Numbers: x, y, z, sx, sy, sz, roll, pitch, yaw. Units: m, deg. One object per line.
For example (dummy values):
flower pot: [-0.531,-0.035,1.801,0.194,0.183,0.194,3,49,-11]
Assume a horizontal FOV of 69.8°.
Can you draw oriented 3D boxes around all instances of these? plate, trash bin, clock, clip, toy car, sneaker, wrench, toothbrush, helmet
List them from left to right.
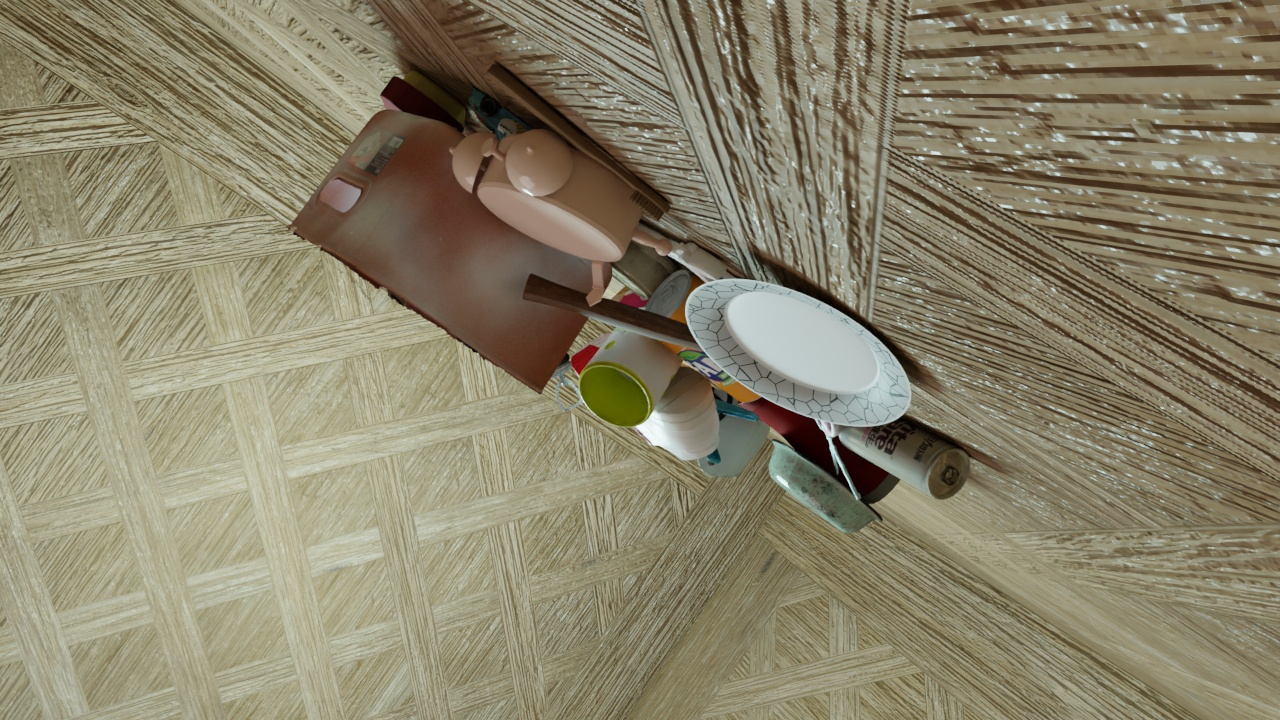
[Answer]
trash bin: [-0.172,-0.106,0.889,0.259,0.157,0.182,39,173,-39]
toy car: [-0.110,-0.192,0.800,0.108,0.027,0.060,35,179,-6]
clock: [-0.071,-0.123,0.751,0.131,0.086,0.160,14,160,47]
toothbrush: [-0.044,-0.157,0.671,0.167,0.016,0.016,36,177,-21]
wrench: [-0.002,-0.122,0.858,0.273,0.018,0.066,35,179,39]
clock: [0.001,-0.092,0.976,0.141,0.054,0.093,38,178,-22]
sneaker: [0.006,0.049,1.066,0.237,0.090,0.104,26,143,49]
helmet: [0.071,0.032,1.272,0.264,0.163,0.236,41,179,7]
clip: [0.083,0.050,1.082,0.120,0.104,0.027,41,180,36]
plate: [0.123,-0.009,0.723,0.188,0.016,0.189,26,157,11]

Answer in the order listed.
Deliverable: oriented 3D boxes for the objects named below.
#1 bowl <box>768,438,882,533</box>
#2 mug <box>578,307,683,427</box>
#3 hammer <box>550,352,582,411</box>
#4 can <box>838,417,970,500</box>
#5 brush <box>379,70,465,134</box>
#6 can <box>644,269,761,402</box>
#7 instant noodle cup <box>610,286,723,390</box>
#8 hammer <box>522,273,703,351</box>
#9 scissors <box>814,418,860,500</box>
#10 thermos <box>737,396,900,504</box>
bowl: [0.209,0.155,1.085,0.157,0.038,0.157,37,176,2]
mug: [-0.006,0.006,0.956,0.082,0.105,0.083,16,133,18]
hammer: [-0.148,-0.091,1.112,0.326,0.079,0.177,65,174,-8]
can: [0.258,0.087,0.912,0.054,0.054,0.136,36,178,-33]
brush: [-0.220,-0.256,0.955,0.082,0.042,0.173,36,179,-13]
can: [0.078,-0.024,0.930,0.142,0.079,0.079,36,179,-23]
instant noodle cup: [0.044,-0.045,1.087,0.178,0.077,0.178,34,178,1]
hammer: [0.051,-0.019,0.835,0.323,0.033,0.115,17,179,-4]
scissors: [0.192,0.065,0.958,0.173,0.014,0.170,64,-176,-75]
thermos: [0.219,0.080,1.080,0.198,0.083,0.108,37,166,-3]
